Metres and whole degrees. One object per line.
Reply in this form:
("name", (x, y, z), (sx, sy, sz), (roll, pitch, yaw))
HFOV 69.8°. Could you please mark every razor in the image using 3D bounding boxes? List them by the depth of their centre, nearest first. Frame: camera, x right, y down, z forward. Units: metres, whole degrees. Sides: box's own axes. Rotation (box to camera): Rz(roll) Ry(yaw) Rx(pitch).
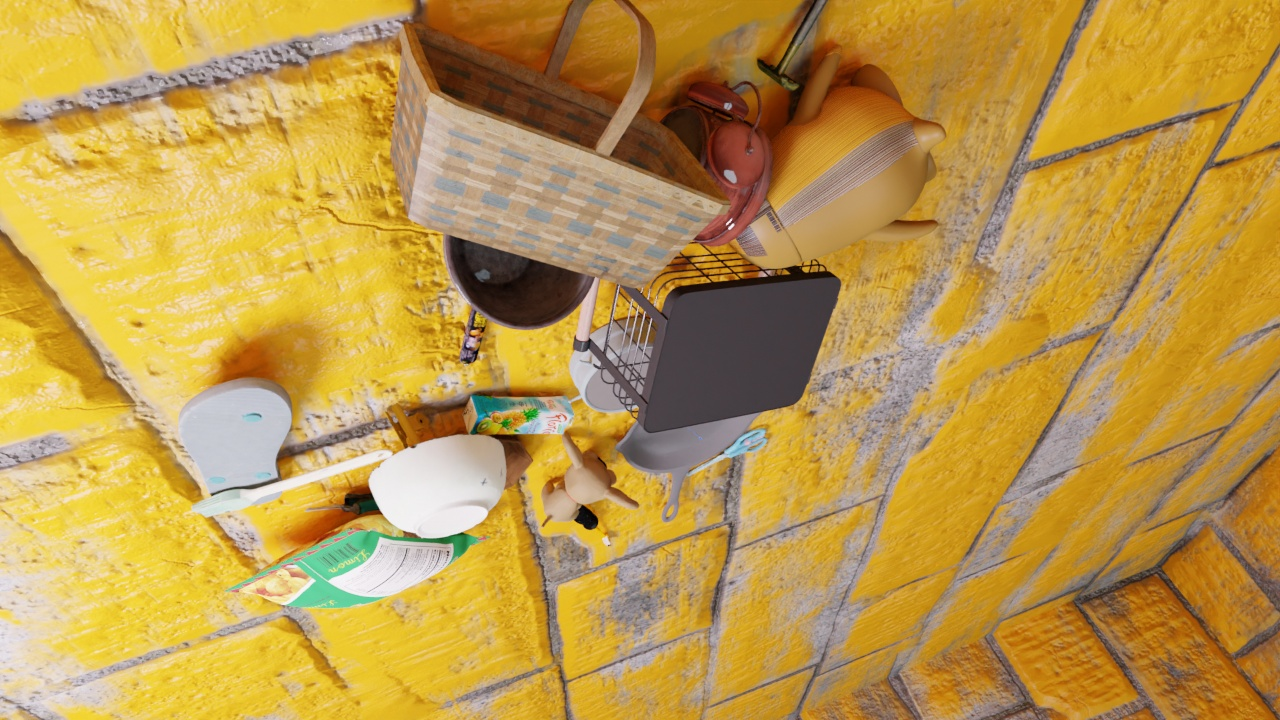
("razor", (0.144, -0.292, 0.799), (0.026, 0.042, 0.106), (10, 122, -38))

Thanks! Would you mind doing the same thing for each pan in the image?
("pan", (0.058, 0.124, 1.275), (0.216, 0.024, 0.355), (-13, 142, -18))

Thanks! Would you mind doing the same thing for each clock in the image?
("clock", (0.060, -0.178, 0.816), (0.072, 0.120, 0.158), (14, 137, -33))
("clock", (-0.006, 0.006, 1.069), (0.159, 0.045, 0.123), (-7, 142, -23))

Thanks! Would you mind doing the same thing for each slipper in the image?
("slipper", (-0.404, 0.075, 0.915), (0.098, 0.054, 0.270), (-3, 150, -25))

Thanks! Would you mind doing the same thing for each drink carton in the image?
("drink carton", (-0.139, 0.063, 1.062), (0.128, 0.038, 0.044), (2, 136, -33))

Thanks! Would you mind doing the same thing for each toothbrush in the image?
("toothbrush", (-0.073, 0.234, 1.334), (0.031, 0.030, 0.197), (-24, 149, 2))

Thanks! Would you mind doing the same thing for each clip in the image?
("clip", (-0.259, 0.076, 1.008), (0.039, 0.053, 0.047), (-34, 173, 13))

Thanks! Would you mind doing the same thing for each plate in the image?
("plate", (-0.198, 0.126, 1.117), (0.131, 0.025, 0.131), (-17, 144, -13))

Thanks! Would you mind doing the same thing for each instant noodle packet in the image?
("instant noodle packet", (-0.333, 0.245, 1.115), (0.196, 0.090, 0.252), (-27, 158, 19))

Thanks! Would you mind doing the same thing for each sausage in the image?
("sausage", (-0.162, -0.046, 0.926), (0.020, 0.020, 0.156), (-3, 139, -29))

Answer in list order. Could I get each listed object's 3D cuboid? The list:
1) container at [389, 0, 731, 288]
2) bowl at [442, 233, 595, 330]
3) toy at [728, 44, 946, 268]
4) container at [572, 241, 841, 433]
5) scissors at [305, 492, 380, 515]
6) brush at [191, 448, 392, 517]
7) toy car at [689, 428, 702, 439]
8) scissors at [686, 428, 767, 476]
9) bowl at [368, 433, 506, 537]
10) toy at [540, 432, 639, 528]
("container", (-0.053, -0.181, 0.688), (0.249, 0.157, 0.187), (14, 121, -32))
("bowl", (-0.115, -0.101, 0.815), (0.144, 0.067, 0.145), (-3, 95, -32))
("toy", (0.168, -0.167, 0.871), (0.203, 0.162, 0.198), (-34, 106, 3))
("container", (0.071, -0.041, 0.950), (0.240, 0.130, 0.163), (-8, 128, -30))
("scissors", (-0.312, 0.167, 1.077), (0.137, 0.129, 0.019), (6, 100, 9))
("brush", (-0.365, 0.128, 0.967), (0.218, 0.012, 0.033), (-17, 155, 3))
("toy car", (0.045, 0.073, 1.121), (0.033, 0.062, 0.091), (-32, 169, 23))
("scissors", (0.126, 0.139, 1.355), (0.139, 0.015, 0.063), (-26, 149, 10))
("bowl", (-0.218, 0.148, 1.025), (0.153, 0.072, 0.154), (-18, 154, -9))
("toy", (-0.080, 0.166, 1.190), (0.108, 0.134, 0.105), (-43, -176, 22))
